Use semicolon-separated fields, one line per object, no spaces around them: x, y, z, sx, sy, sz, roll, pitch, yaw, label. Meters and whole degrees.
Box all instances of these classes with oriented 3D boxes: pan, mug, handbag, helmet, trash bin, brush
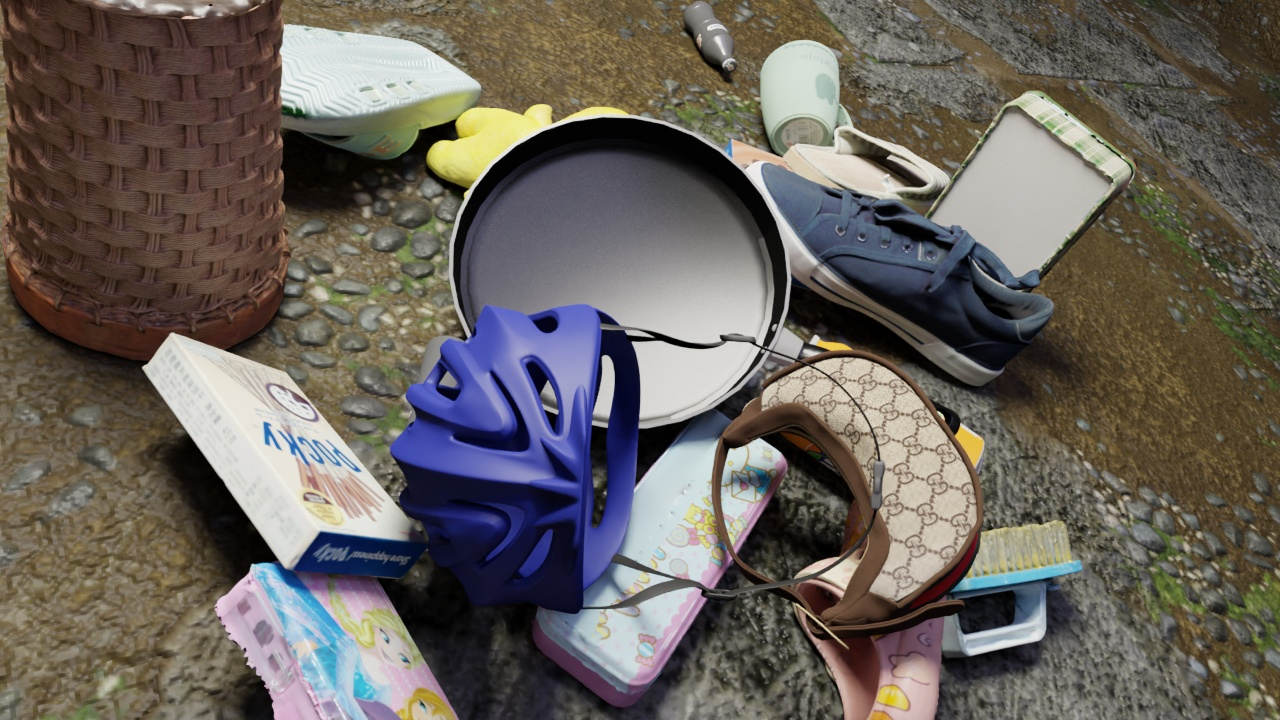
0.046;-0.031;0.613;0.356;0.034;0.225;27;71;2;pan
0.178;-0.259;0.957;0.111;0.084;0.103;25;50;-26;mug
0.113;0.079;0.518;0.138;0.063;0.166;-29;55;5;handbag
-0.007;0.048;0.460;0.227;0.241;0.148;4;91;-4;helmet
-0.260;-0.121;0.492;0.151;0.211;0.151;15;45;-15;trash bin
0.249;0.152;0.620;0.135;0.056;0.075;-1;73;-28;brush

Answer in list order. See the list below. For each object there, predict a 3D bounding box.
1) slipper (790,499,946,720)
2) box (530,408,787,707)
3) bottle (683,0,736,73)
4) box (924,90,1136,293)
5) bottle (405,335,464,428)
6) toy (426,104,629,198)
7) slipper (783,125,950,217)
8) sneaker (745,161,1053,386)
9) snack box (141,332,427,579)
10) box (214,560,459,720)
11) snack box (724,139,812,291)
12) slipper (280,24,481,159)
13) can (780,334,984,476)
0.131;0.143;0.542;0.081;0.093;0.196;16;44;2;slipper
0.020;0.106;0.552;0.076;0.036;0.213;36;43;8;box
0.081;-0.361;1.031;0.036;0.036;0.109;-1;50;-29;bottle
0.319;-0.121;0.805;0.050;0.206;0.117;-32;67;-36;box
-0.123;0.035;0.548;0.030;0.030;0.112;15;44;-15;bottle
-0.063;-0.143;0.711;0.208;0.092;0.133;24;61;7;toy
0.231;-0.185;0.896;0.114;0.054;0.272;41;31;29;slipper
0.219;-0.091;0.747;0.294;0.128;0.120;29;40;-14;sneaker
-0.178;0.049;0.461;0.150;0.026;0.082;41;3;27;snack box
-0.111;0.198;0.394;0.230;0.077;0.084;51;9;23;box
0.117;-0.135;0.836;0.087;0.034;0.151;16;45;-15;snack box
-0.208;-0.196;0.698;0.104;0.074;0.244;36;27;9;slipper
0.164;0.049;0.651;0.142;0.079;0.078;35;43;7;can
